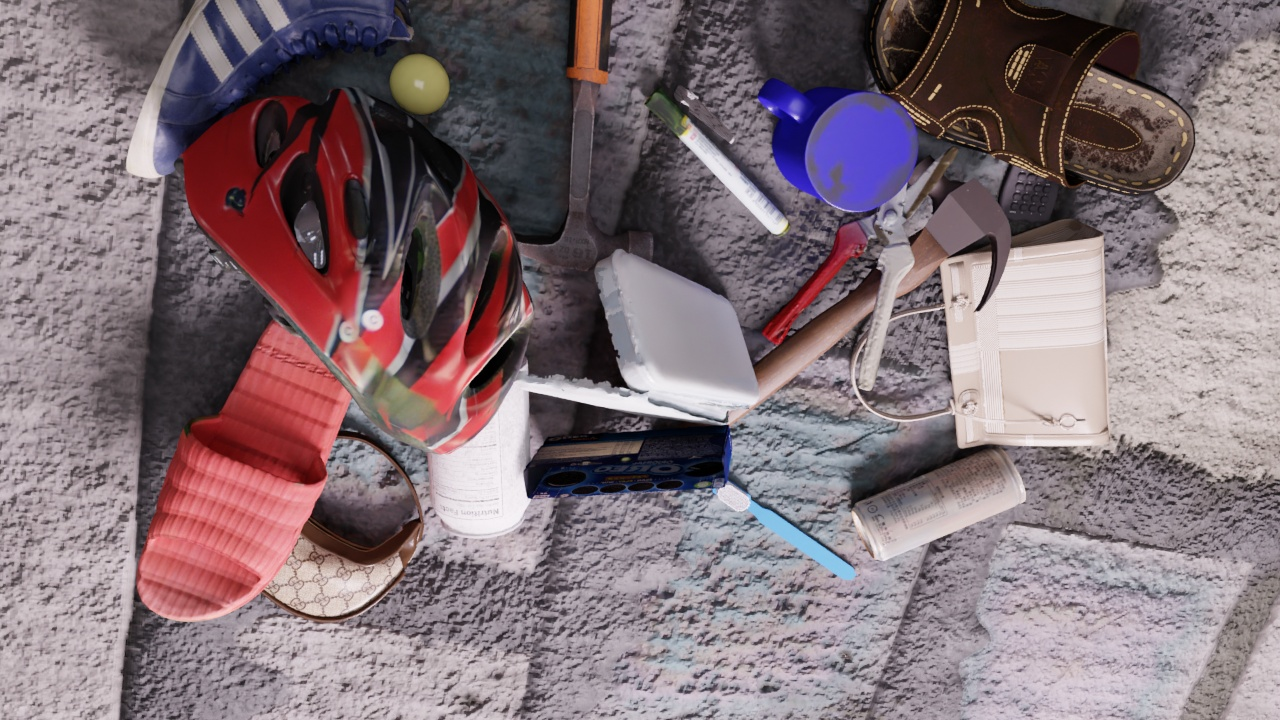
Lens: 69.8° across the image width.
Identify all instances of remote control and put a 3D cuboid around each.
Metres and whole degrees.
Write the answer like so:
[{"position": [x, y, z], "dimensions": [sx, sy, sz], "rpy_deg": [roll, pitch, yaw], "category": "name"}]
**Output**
[{"position": [0.312, -0.169, 0.714], "dimensions": [0.046, 0.009, 0.124], "rpy_deg": [4, 108, -9], "category": "remote control"}]

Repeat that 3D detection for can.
[{"position": [0.252, 0.123, 0.784], "dimensions": [0.135, 0.054, 0.054], "rpy_deg": [-23, 110, 0], "category": "can"}, {"position": [-0.123, 0.059, 0.699], "dimensions": [0.078, 0.078, 0.136], "rpy_deg": [-2, 109, -7], "category": "can"}]

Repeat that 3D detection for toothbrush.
[{"position": [0.128, 0.150, 0.798], "dimensions": [0.166, 0.014, 0.016], "rpy_deg": [36, 101, -18], "category": "toothbrush"}, {"position": [0.043, -0.158, 0.591], "dimensions": [0.010, 0.181, 0.010], "rpy_deg": [22, 110, -17], "category": "toothbrush"}]

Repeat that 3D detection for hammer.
[{"position": [0.143, -0.020, 0.721], "dimensions": [0.323, 0.033, 0.115], "rpy_deg": [-39, 83, 11], "category": "hammer"}, {"position": [-0.049, -0.220, 0.637], "dimensions": [0.137, 0.035, 0.315], "rpy_deg": [2, 108, -8], "category": "hammer"}]

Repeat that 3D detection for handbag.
[{"position": [-0.253, 0.118, 0.721], "dimensions": [0.166, 0.063, 0.138], "rpy_deg": [42, 82, -14], "category": "handbag"}, {"position": [0.271, -0.006, 0.751], "dimensions": [0.198, 0.062, 0.176], "rpy_deg": [-11, 110, 5], "category": "handbag"}]

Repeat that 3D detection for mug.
[{"position": [0.131, -0.162, 0.653], "dimensions": [0.111, 0.083, 0.079], "rpy_deg": [33, 102, -17], "category": "mug"}]

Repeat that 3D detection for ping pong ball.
[{"position": [-0.151, -0.189, 0.629], "dimensions": [0.040, 0.040, 0.040], "rpy_deg": [-2, 109, -7], "category": "ping pong ball"}]

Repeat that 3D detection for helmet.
[{"position": [-0.163, -0.059, 0.558], "dimensions": [0.167, 0.272, 0.217], "rpy_deg": [-38, 138, -3], "category": "helmet"}]

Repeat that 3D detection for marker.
[{"position": [0.059, -0.146, 0.685], "dimensions": [0.146, 0.017, 0.017], "rpy_deg": [42, 99, -18], "category": "marker"}]

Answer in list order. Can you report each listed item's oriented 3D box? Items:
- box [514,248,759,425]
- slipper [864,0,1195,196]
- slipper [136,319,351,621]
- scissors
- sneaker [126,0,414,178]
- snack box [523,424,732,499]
[{"position": [-0.008, 0.008, 0.647], "dimensions": [0.125, 0.215, 0.106], "rpy_deg": [-25, 72, 22], "category": "box"}, {"position": [0.285, -0.195, 0.658], "dimensions": [0.268, 0.075, 0.113], "rpy_deg": [23, 104, -7], "category": "slipper"}, {"position": [-0.276, 0.074, 0.654], "dimensions": [0.103, 0.059, 0.248], "rpy_deg": [27, 83, -8], "category": "slipper"}, {"position": [0.169, -0.070, 0.690], "dimensions": [0.187, 0.015, 0.179], "rpy_deg": [-18, 83, 15], "category": "scissors"}, {"position": [-0.223, -0.199, 0.596], "dimensions": [0.118, 0.091, 0.233], "rpy_deg": [26, 96, -18], "category": "sneaker"}, {"position": [-0.007, 0.076, 0.701], "dimensions": [0.150, 0.082, 0.027], "rpy_deg": [-4, 101, 11], "category": "snack box"}]
